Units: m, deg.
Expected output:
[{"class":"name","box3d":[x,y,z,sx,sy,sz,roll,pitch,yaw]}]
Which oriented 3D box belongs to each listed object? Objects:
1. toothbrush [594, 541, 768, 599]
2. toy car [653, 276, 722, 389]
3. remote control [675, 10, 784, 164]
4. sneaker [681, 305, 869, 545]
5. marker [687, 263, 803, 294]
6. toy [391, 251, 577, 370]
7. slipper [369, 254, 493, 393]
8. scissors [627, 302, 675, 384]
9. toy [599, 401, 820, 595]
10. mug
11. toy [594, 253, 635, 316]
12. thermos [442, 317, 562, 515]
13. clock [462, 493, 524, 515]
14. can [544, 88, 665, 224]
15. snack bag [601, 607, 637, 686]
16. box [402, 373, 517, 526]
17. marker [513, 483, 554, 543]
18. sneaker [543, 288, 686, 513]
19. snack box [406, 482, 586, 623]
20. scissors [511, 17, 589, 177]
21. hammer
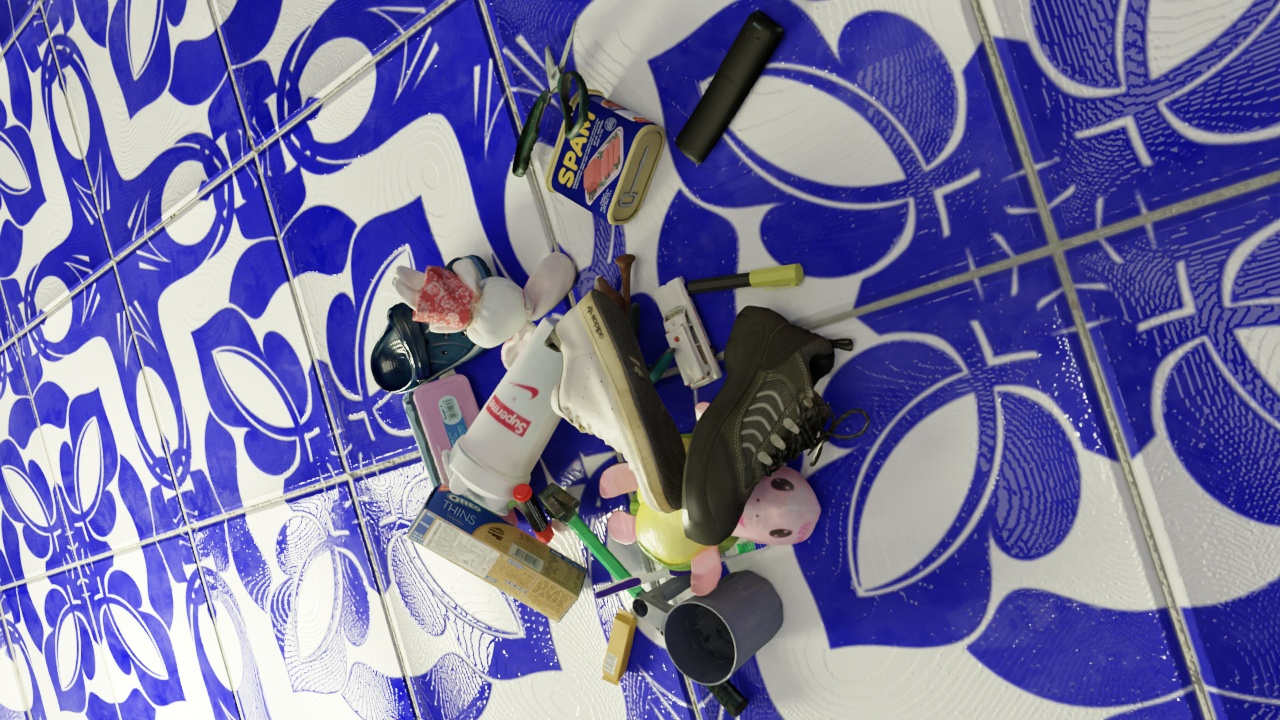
[{"class":"toothbrush","box3d":[0.041,0.214,0.945,0.187,0.015,0.016,-17,86,4]},{"class":"toy car","box3d":[0.044,-0.027,0.940,0.039,0.039,0.113,-27,82,36]},{"class":"remote control","box3d":[0.082,-0.261,0.884,0.041,0.020,0.152,46,122,22]},{"class":"sneaker","box3d":[0.130,0.069,0.829,0.143,0.101,0.237,14,66,19]},{"class":"marker","box3d":[0.101,-0.077,0.904,0.124,0.017,0.021,-4,95,38]},{"class":"toy","box3d":[-0.180,-0.061,1.025,0.084,0.194,0.159,-114,41,-56]},{"class":"slipper","box3d":[-0.267,-0.030,1.133,0.254,0.095,0.105,-38,73,37]},{"class":"scissors","box3d":[-0.004,0.006,0.977,0.156,0.019,0.124,-29,74,55]},{"class":"toy","box3d":[0.062,0.141,0.929,0.239,0.087,0.190,-8,71,31]},{"class":"mug","box3d":[0.070,0.258,0.933,0.124,0.103,0.084,22,111,31]},{"class":"toy","box3d":[-0.031,-0.062,0.989,0.055,0.041,0.102,2,109,13]},{"class":"thermos","box3d":[-0.135,0.060,1.025,0.099,0.099,0.220,35,98,26]},{"class":"clock","box3d":[-0.175,0.136,1.103,0.094,0.042,0.119,-14,85,-6]},{"class":"can","box3d":[-0.037,-0.210,0.956,0.092,0.056,0.116,34,116,25]},{"class":"snack bag","box3d":[-0.025,0.333,1.066,0.026,0.020,0.099,21,109,26]},{"class":"box","box3d":[-0.232,0.132,1.169,0.093,0.089,0.214,142,108,-74]},{"class":"marker","box3d":[-0.122,0.175,1.051,0.145,0.021,0.023,79,166,-60]},{"class":"sneaker","box3d":[-0.035,0.049,0.907,0.102,0.089,0.241,-30,64,17]},{"class":"snack box","box3d":[-0.165,0.223,1.068,0.206,0.057,0.056,32,118,-8]},{"class":"scissors","box3d":[-0.097,-0.253,0.965,0.201,0.015,0.202,-105,33,-44]},{"class":"hammer","box3d":[-0.001,0.257,1.002,0.319,0.032,0.130,46,166,12]}]
